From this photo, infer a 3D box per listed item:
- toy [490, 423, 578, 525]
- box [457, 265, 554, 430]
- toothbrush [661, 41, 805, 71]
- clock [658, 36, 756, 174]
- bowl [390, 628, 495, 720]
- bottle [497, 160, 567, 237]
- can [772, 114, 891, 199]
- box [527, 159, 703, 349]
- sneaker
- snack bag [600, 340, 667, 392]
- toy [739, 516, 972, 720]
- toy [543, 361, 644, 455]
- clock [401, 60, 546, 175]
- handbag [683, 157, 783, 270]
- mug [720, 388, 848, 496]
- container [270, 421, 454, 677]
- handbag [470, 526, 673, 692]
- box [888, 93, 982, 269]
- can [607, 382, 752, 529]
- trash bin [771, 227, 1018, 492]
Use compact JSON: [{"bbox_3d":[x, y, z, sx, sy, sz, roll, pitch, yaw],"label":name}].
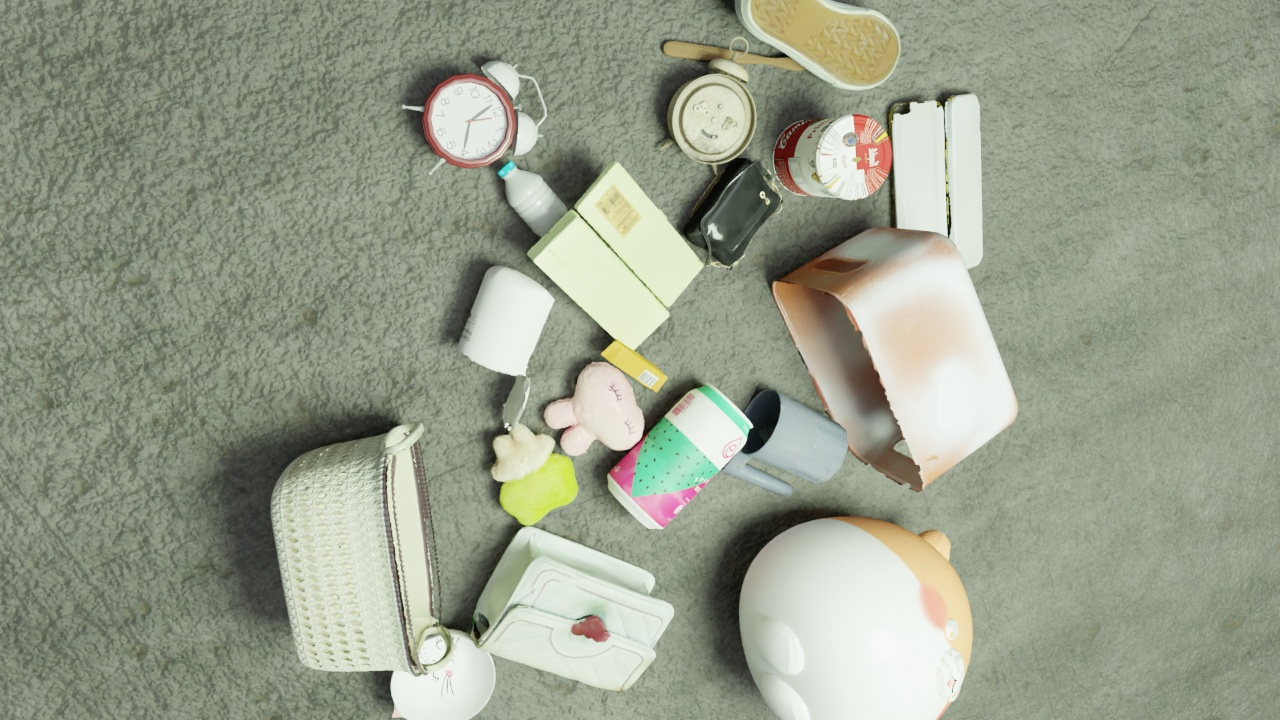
[{"bbox_3d":[-0.124,0.124,1.024,0.092,0.043,0.118,-29,113,-2],"label":"toy"},{"bbox_3d":[-0.146,-0.012,0.971,0.094,0.084,0.165,22,97,-27],"label":"box"},{"bbox_3d":[0.104,-0.333,1.007,0.166,0.016,0.016,2,101,-15],"label":"toothbrush"},{"bbox_3d":[0.080,-0.280,0.991,0.093,0.054,0.141,18,104,-19],"label":"clock"},{"bbox_3d":[-0.225,0.353,1.043,0.114,0.050,0.115,-3,103,-15],"label":"bowl"},{"bbox_3d":[-0.099,-0.153,0.972,0.044,0.044,0.136,-43,110,-4],"label":"bottle"},{"bbox_3d":[0.208,-0.222,1.006,0.086,0.116,0.087,-3,103,-15],"label":"can"},{"bbox_3d":[-0.018,-0.106,0.980,0.138,0.030,0.187,-46,134,-2],"label":"box"},{"bbox_3d":[0.182,-0.358,0.996,0.235,0.079,0.087,9,110,-35],"label":"sneaker"},{"bbox_3d":[-0.006,0.006,1.033,0.026,0.020,0.099,-47,131,10],"label":"snack bag"},{"bbox_3d":[0.258,0.309,1.064,0.280,0.266,0.263,-17,109,-28],"label":"toy"},{"bbox_3d":[-0.052,0.061,1.032,0.105,0.053,0.108,-27,110,7],"label":"toy"},{"bbox_3d":[-0.164,-0.246,0.931,0.137,0.048,0.096,-22,107,-9],"label":"clock"},{"bbox_3d":[0.107,-0.162,1.025,0.079,0.054,0.128,37,88,-24],"label":"handbag"},{"bbox_3d":[0.169,0.106,1.095,0.104,0.083,0.124,25,118,-21],"label":"mug"},{"bbox_3d":[-0.276,0.194,0.933,0.143,0.184,0.252,-5,102,-3],"label":"container"},{"bbox_3d":[-0.077,0.292,1.043,0.198,0.096,0.142,26,97,-27],"label":"handbag"},{"bbox_3d":[0.360,-0.207,1.098,0.128,0.045,0.210,-11,104,-16],"label":"box"},{"bbox_3d":[0.044,0.109,1.047,0.166,0.088,0.088,-45,110,-3],"label":"can"},{"bbox_3d":[0.291,-0.013,1.044,0.157,0.181,0.260,-32,108,-9],"label":"trash bin"}]
